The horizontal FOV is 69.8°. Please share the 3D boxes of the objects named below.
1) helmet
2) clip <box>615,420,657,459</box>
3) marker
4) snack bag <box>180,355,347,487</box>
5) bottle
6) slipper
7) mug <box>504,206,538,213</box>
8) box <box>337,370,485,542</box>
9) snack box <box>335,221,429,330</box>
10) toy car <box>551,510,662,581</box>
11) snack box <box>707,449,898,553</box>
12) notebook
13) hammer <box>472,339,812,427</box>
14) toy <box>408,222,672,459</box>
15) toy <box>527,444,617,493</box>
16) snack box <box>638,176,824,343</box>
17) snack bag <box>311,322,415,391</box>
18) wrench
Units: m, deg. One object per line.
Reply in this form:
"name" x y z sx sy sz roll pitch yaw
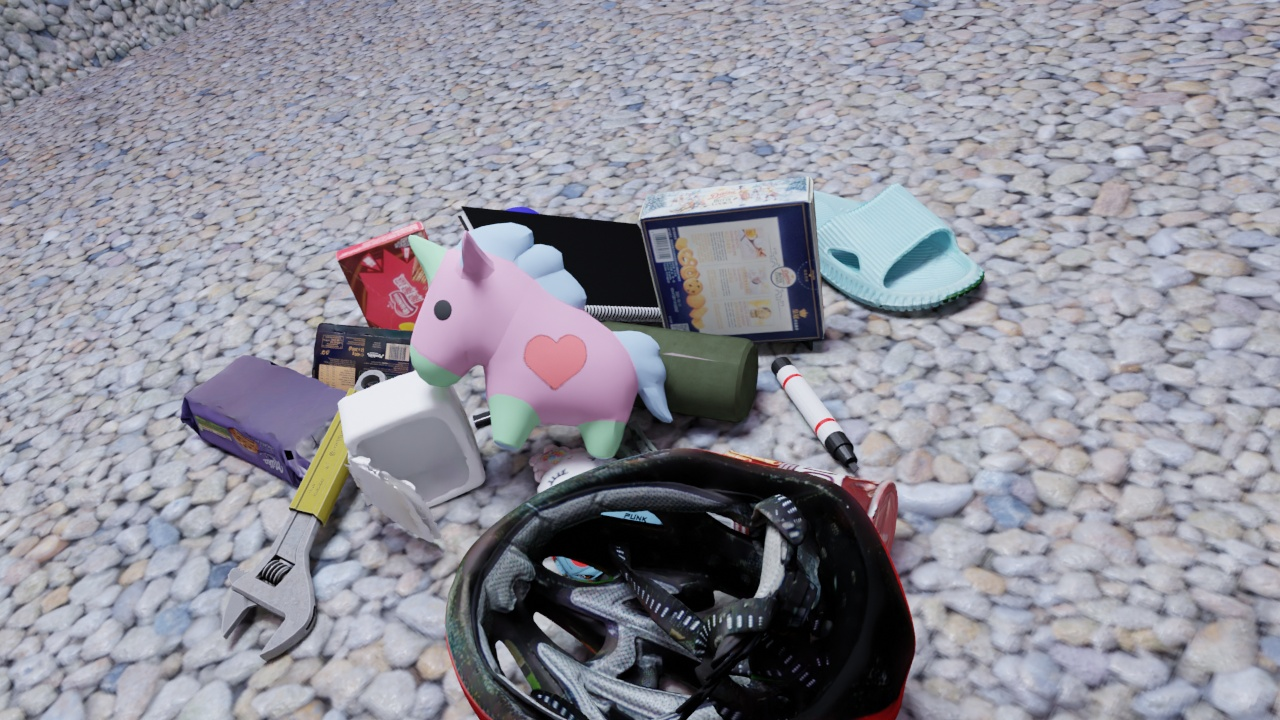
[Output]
"helmet" 0.017 0.158 0.533 0.272 0.167 0.216 7 43 26
"clip" 0.001 0.080 0.758 0.047 0.023 0.076 -28 37 -14
"marker" 0.144 0.044 0.755 0.019 0.019 0.145 -20 38 -6
"snack bag" -0.351 0.052 0.883 0.206 0.058 0.096 14 45 33
"bottle" -0.005 0.005 0.799 0.207 0.071 0.071 8 43 19
"slipper" 0.213 -0.128 0.913 0.115 0.069 0.276 -32 40 -16
"mug" -0.106 -0.116 1.006 0.111 0.079 0.083 -2 29 -32
"box" -0.180 0.090 0.738 0.103 0.110 0.130 -21 37 -8
"snack box" -0.241 -0.066 0.932 0.089 0.133 0.021 -22 37 -9
"toy car" -0.014 0.123 0.677 0.107 0.060 0.028 -32 -4 -20
"snack box" 0.111 0.107 0.644 0.121 0.072 0.072 10 44 30
"notebook" -0.056 -0.091 0.883 0.206 0.016 0.149 -1 44 -37
"hammer" 0.001 0.008 0.856 0.325 0.015 0.095 -19 38 -4
"toy" -0.075 -0.017 0.719 0.222 0.171 0.120 7 7 -10
"toy" -0.045 0.100 0.733 0.075 0.037 0.125 -27 45 -26
"snack box" 0.084 -0.081 0.806 0.145 0.144 0.042 -4 38 14
"snack bag" -0.264 0.003 0.911 0.155 0.074 0.018 6 0 25
"wrench" -0.268 0.115 0.768 0.084 0.018 0.272 7 51 11
